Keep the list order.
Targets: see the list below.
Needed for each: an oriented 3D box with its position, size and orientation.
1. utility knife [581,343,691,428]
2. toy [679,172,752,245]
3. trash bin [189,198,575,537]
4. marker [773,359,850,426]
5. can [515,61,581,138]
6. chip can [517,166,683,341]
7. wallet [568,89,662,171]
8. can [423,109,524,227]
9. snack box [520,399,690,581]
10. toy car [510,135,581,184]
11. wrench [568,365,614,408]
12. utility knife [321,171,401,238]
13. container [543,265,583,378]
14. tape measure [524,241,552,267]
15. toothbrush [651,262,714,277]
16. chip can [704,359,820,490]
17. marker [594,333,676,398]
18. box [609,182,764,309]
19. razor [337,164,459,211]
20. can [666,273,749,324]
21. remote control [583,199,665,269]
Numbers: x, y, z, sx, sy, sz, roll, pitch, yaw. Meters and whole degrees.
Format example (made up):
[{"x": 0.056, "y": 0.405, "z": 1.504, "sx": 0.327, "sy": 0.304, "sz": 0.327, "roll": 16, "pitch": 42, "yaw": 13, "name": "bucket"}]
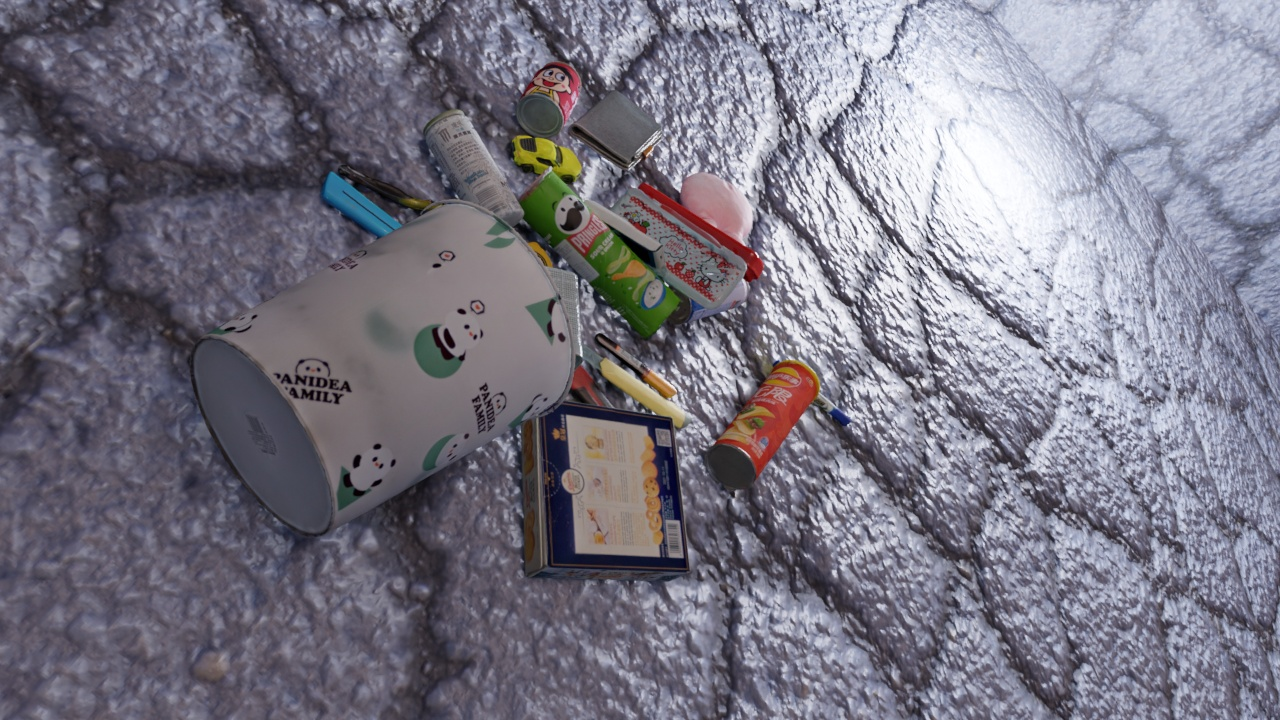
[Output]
[{"x": -0.010, "y": 0.028, "z": 1.100, "sx": 0.201, "sy": 0.021, "sz": 0.030, "roll": 40, "pitch": 41, "yaw": -30, "name": "utility knife"}, {"x": 0.111, "y": -0.208, "z": 1.333, "sx": 0.121, "sy": 0.054, "sz": 0.159, "roll": 21, "pitch": 45, "yaw": -19, "name": "toy"}, {"x": -0.223, "y": 0.010, "z": 0.801, "sx": 0.251, "sy": 0.230, "sz": 0.229, "roll": -36, "pitch": 90, "yaw": -41, "name": "trash bin"}, {"x": 0.246, "y": 0.047, "z": 1.318, "sx": 0.146, "sy": 0.017, "sz": 0.016, "roll": 38, "pitch": 45, "yaw": -16, "name": "marker"}, {"x": -0.120, "y": -0.347, "z": 1.217, "sx": 0.066, "sy": 0.067, "sz": 0.093, "roll": 36, "pitch": 46, "yaw": -18, "name": "can"}, {"x": -0.053, "y": -0.130, "z": 1.134, "sx": 0.236, "sy": 0.072, "sz": 0.072, "roll": 45, "pitch": 44, "yaw": -10, "name": "chip can"}, {"x": -0.030, "y": -0.322, "z": 1.301, "sx": 0.106, "sy": 0.037, "sz": 0.129, "roll": 37, "pitch": 44, "yaw": -2, "name": "wallet"}, {"x": -0.196, "y": -0.218, "z": 1.076, "sx": 0.058, "sy": 0.058, "sz": 0.146, "roll": -24, "pitch": 81, "yaw": -46, "name": "can"}, {"x": -0.038, "y": 0.140, "z": 0.981, "sx": 0.182, "sy": 0.046, "sz": 0.177, "roll": 11, "pitch": 62, "yaw": -33, "name": "snack box"}, {"x": -0.119, "y": -0.264, "z": 1.191, "sx": 0.105, "sy": 0.032, "sz": 0.048, "roll": 10, "pitch": 58, "yaw": -38, "name": "toy car"}, {"x": -0.053, "y": 0.041, "z": 1.066, "sx": 0.273, "sy": 0.016, "sz": 0.056, "roll": 53, "pitch": 44, "yaw": 0, "name": "wrench"}, {"x": -0.246, "y": -0.122, "z": 1.004, "sx": 0.234, "sy": 0.018, "sz": 0.034, "roll": 37, "pitch": 45, "yaw": -19, "name": "utility knife"}, {"x": -0.117, "y": -0.040, "z": 0.997, "sx": 0.090, "sy": 0.090, "sz": 0.111, "roll": 10, "pitch": 60, "yaw": -23, "name": "container"}, {"x": -0.133, "y": -0.109, "z": 1.082, "sx": 0.059, "sy": 0.029, "sz": 0.057, "roll": -30, "pitch": 84, "yaw": -47, "name": "tape measure"}, {"x": 0.072, "y": -0.136, "z": 1.277, "sx": 0.223, "sy": 0.027, "sz": 0.026, "roll": -13, "pitch": 109, "yaw": -44, "name": "toothbrush"}, {"x": 0.160, "y": 0.079, "z": 1.185, "sx": 0.073, "sy": 0.073, "sz": 0.215, "roll": 51, "pitch": 44, "yaw": -3, "name": "chip can"}, {"x": -0.007, "y": 0.007, "z": 1.130, "sx": 0.124, "sy": 0.015, "sz": 0.018, "roll": 38, "pitch": 44, "yaw": -13, "name": "marker"}, {"x": 0.052, "y": -0.147, "z": 1.214, "sx": 0.201, "sy": 0.100, "sz": 0.110, "roll": 36, "pitch": 2, "yaw": 18, "name": "box"}, {"x": -0.267, "y": -0.184, "z": 1.021, "sx": 0.142, "sy": 0.022, "sz": 0.042, "roll": 18, "pitch": 21, "yaw": -27, "name": "razor"}, {"x": 0.089, "y": -0.087, "z": 1.240, "sx": 0.134, "sy": 0.053, "sz": 0.053, "roll": -18, "pitch": 77, "yaw": -45, "name": "can"}, {"x": -0.023, "y": -0.161, "z": 1.161, "sx": 0.125, "sy": 0.049, "sz": 0.024, "roll": 35, "pitch": 77, "yaw": 17, "name": "remote control"}]
